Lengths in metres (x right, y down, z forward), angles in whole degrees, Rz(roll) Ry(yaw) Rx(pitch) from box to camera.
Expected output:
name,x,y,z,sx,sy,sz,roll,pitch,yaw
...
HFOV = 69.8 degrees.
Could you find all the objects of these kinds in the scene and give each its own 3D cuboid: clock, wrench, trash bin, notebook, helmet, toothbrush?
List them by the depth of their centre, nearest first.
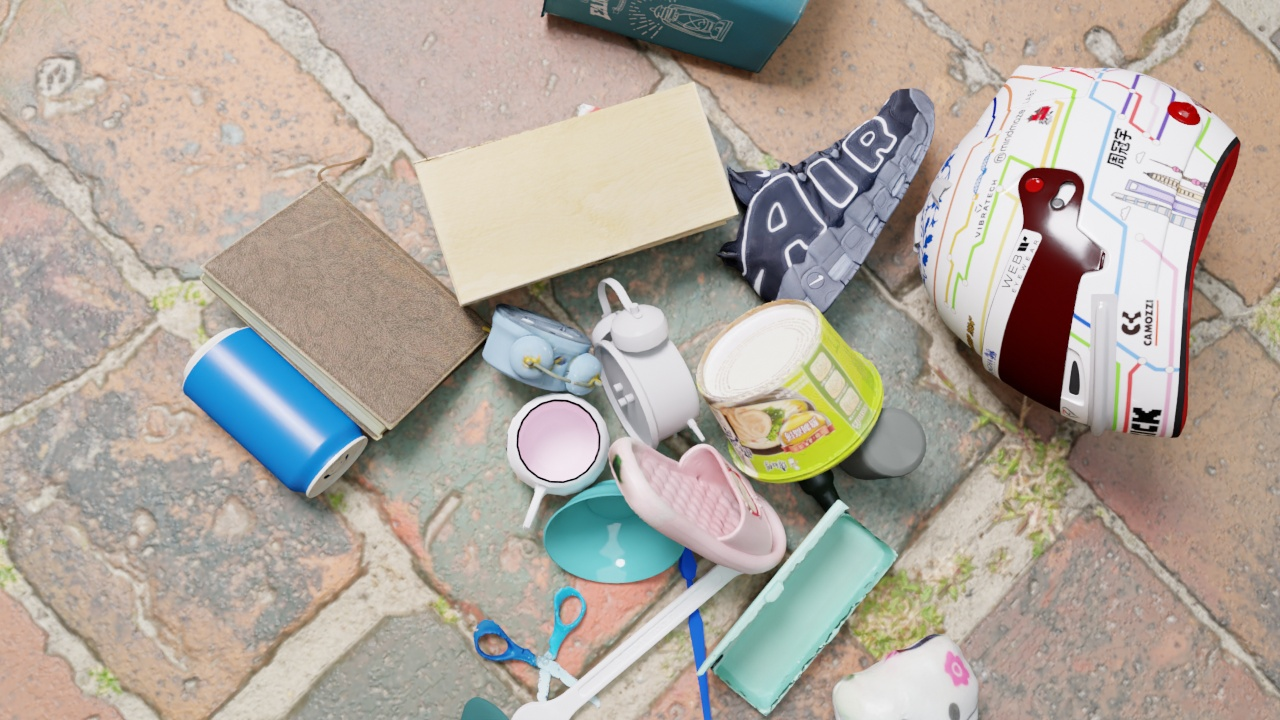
name,x,y,z,sx,sy,sz,roll,pitch,yaw
helmet,-0.173,0.398,0.675,0.200,0.176,0.275,-1,105,-22
clock,-0.084,-0.006,0.784,0.088,0.124,0.052,17,100,-38
helmet,0.359,-0.099,0.790,0.236,0.231,0.314,12,74,29
clock,-0.005,0.005,0.800,0.061,0.120,0.159,-26,95,-15
wrench,-0.003,0.249,0.803,0.273,0.009,0.047,-39,93,-7
notebook,-0.242,-0.063,0.812,0.215,0.035,0.189,41,57,1
toothbrush,0.052,0.259,0.816,0.016,0.011,0.186,-6,82,-6
trash bin,0.046,-0.388,0.834,0.218,0.197,0.199,19,81,-8

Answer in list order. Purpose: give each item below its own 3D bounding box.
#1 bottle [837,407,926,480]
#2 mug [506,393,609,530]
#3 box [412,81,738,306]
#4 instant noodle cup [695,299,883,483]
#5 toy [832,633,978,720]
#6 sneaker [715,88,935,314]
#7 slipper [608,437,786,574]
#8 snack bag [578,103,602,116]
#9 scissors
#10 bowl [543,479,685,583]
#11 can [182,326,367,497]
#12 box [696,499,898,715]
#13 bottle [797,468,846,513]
name,x,y,z,sx,sy,sz,roll,pitch,yaw
bottle,0.205,0.075,0.810,0.060,0.108,0.060,1,81,-5
mug,-0.077,0.088,0.798,0.090,0.076,0.123,20,80,-2
box,-0.055,-0.142,0.790,0.249,0.092,0.128,-18,102,-10
instant noodle cup,0.120,0.021,0.776,0.146,0.146,0.098,-46,120,-10
toy,0.247,0.347,0.785,0.137,0.085,0.209,-14,84,-10
sneaker,0.157,-0.162,0.853,0.151,0.097,0.252,31,85,2
slipper,0.055,0.115,0.749,0.056,0.221,0.106,-43,49,18
snack bag,-0.011,-0.190,0.868,0.116,0.036,0.077,14,81,-3
scissors,-0.091,0.261,0.804,0.127,0.014,0.127,5,86,-7
bowl,-0.022,0.139,0.798,0.121,0.121,0.046,5,41,-5
can,-0.311,0.043,0.781,0.146,0.079,0.079,42,80,2
box,0.136,0.212,0.783,0.078,0.112,0.187,39,86,21
bottle,0.159,0.105,0.840,0.033,0.033,0.123,-31,86,-9
